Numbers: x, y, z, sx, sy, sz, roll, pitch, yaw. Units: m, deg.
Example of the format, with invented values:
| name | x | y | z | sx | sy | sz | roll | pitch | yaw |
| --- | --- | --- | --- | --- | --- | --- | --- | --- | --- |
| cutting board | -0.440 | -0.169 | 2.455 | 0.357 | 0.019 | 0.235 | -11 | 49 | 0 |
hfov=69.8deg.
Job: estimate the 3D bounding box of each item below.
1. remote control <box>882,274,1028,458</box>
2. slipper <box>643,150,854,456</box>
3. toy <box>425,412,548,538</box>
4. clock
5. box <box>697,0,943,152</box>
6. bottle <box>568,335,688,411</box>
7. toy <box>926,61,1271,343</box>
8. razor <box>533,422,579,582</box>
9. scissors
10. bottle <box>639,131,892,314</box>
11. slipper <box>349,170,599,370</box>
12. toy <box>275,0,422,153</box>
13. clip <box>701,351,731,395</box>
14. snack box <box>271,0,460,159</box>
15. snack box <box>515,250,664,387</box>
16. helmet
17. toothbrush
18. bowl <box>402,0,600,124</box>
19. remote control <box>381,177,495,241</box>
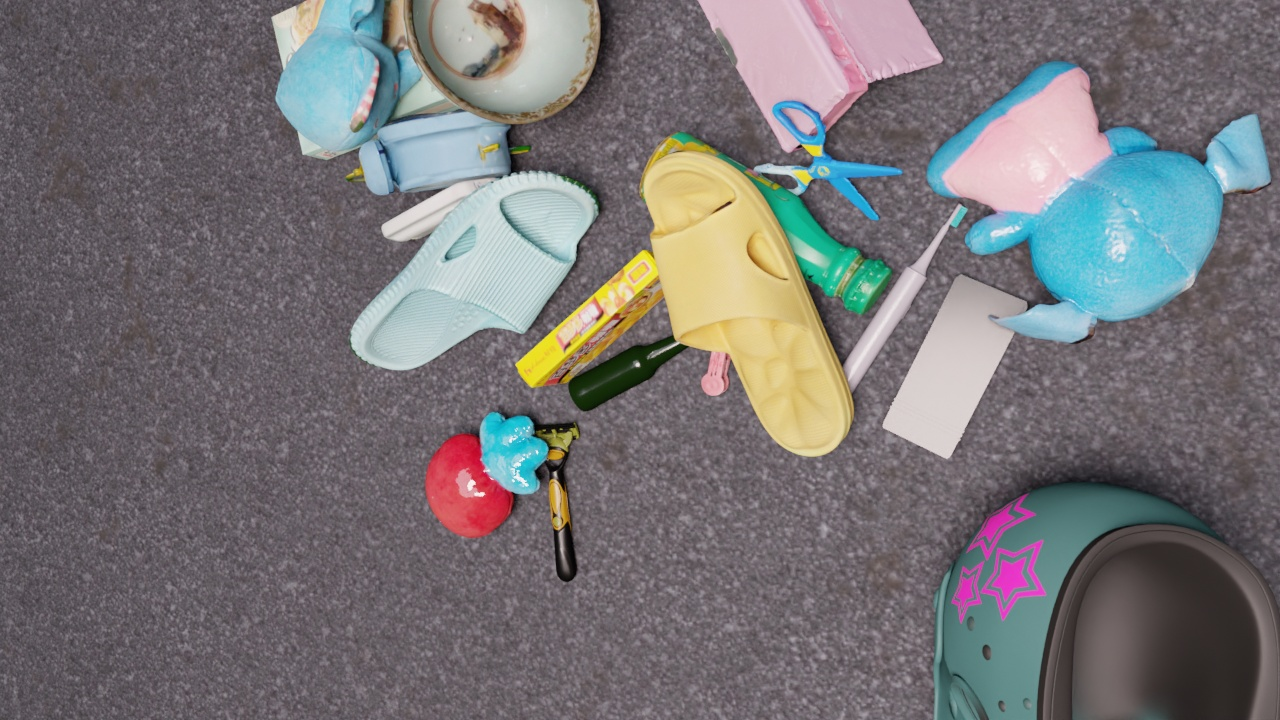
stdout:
| name | x | y | z | sx | sy | sz | roll | pitch | yaw |
| --- | --- | --- | --- | --- | --- | --- | --- | --- | --- |
| remote control | 0.243 | 0.005 | 0.711 | 0.058 | 0.013 | 0.133 | 28 | 100 | 18 |
| slipper | 0.076 | -0.035 | 0.699 | 0.100 | 0.078 | 0.263 | -20 | 103 | 45 |
| toy | -0.140 | 0.102 | 0.836 | 0.133 | 0.062 | 0.092 | -38 | 85 | 13 |
| clock | -0.187 | -0.185 | 0.821 | 0.162 | 0.118 | 0.060 | -8 | 99 | 15 |
| box | 0.127 | -0.299 | 0.745 | 0.232 | 0.115 | 0.107 | 62 | 149 | 11 |
| bottle | -0.005 | 0.005 | 0.797 | 0.123 | 0.033 | 0.033 | -28 | 81 | 19 |
| toy | 0.316 | -0.123 | 0.642 | 0.224 | 0.099 | 0.191 | -40 | 70 | 9 |
| razor | -0.072 | 0.129 | 0.833 | 0.044 | 0.021 | 0.144 | -5 | 91 | 21 |
| scissors | 0.140 | -0.149 | 0.726 | 0.125 | 0.016 | 0.124 | 42 | 149 | -12 |
| bottle | 0.100 | -0.107 | 0.736 | 0.210 | 0.068 | 0.068 | 34 | 102 | 17 |
| slipper | -0.151 | -0.064 | 0.812 | 0.277 | 0.116 | 0.069 | -37 | 46 | 22 |
| toy | -0.247 | -0.270 | 0.808 | 0.183 | 0.114 | 0.180 | 22 | 96 | 57 |
| clip | 0.066 | 0.001 | 0.769 | 0.023 | 0.045 | 0.060 | 19 | 84 | 24 |
| snack box | -0.253 | -0.292 | 0.882 | 0.194 | 0.044 | 0.141 | -14 | 88 | 20 |
| snack box | -0.033 | -0.034 | 0.784 | 0.152 | 0.075 | 0.025 | -40 | 79 | 17 |
| helmet | 0.281 | 0.217 | 0.600 | 0.176 | 0.200 | 0.274 | 14 | 79 | 0 |
| toothbrush | 0.200 | -0.041 | 0.725 | 0.019 | 0.018 | 0.188 | 33 | 102 | 11 |
| bowl | -0.123 | -0.272 | 0.748 | 0.094 | 0.159 | 0.160 | 21 | 100 | 60 |
| remote control | -0.182 | -0.134 | 0.833 | 0.134 | 0.050 | 0.022 | -15 | 94 | 42 |
